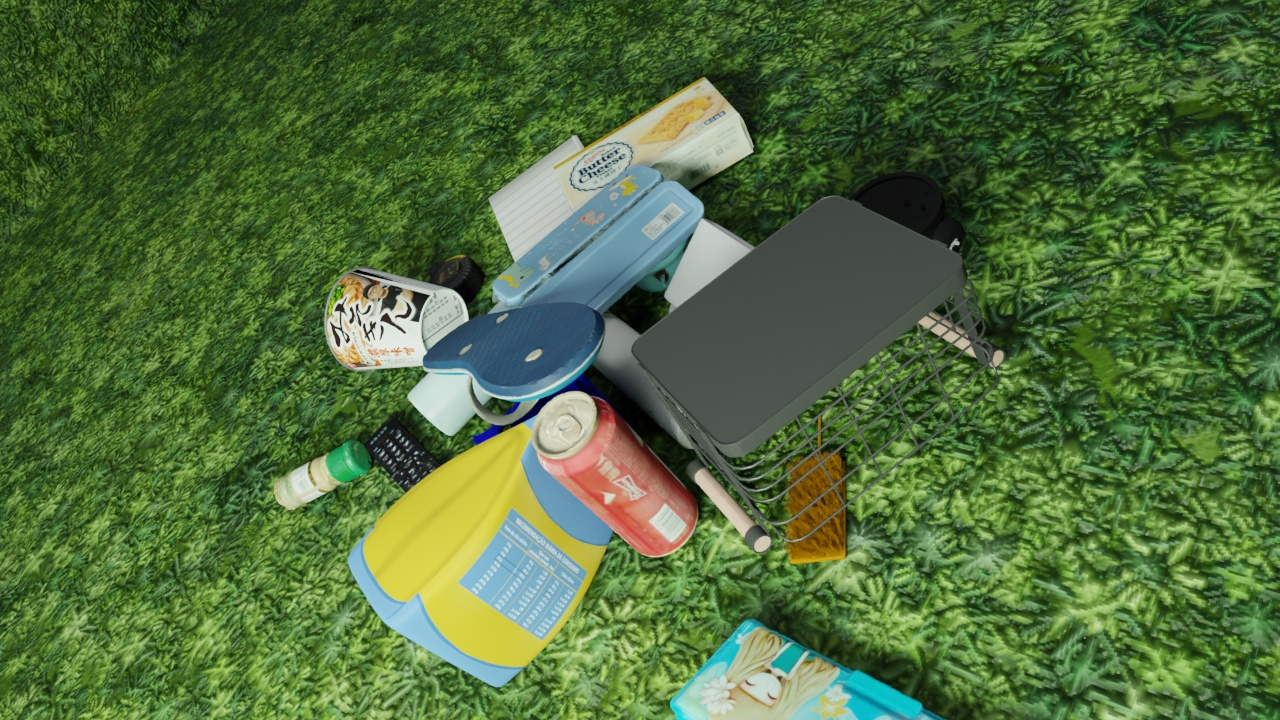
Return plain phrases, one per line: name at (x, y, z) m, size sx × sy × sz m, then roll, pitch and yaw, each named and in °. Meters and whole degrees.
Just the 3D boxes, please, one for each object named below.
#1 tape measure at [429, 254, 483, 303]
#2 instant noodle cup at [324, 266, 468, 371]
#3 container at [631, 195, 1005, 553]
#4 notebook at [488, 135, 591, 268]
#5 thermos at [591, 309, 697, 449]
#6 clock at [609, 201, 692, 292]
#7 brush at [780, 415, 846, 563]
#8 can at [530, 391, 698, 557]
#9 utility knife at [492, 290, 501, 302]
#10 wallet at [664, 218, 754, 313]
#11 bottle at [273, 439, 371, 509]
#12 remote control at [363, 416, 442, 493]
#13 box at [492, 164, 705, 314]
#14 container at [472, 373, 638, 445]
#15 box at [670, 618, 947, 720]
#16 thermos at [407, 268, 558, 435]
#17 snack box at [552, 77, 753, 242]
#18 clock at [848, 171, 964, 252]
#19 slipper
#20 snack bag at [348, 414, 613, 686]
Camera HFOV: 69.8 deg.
tape measure at (-0.224, -0.098, 1.112) m, size 0.063 × 0.038 × 0.067 m, roll -25°, pitch 44°, yaw 16°
instant noodle cup at (-0.271, -0.043, 1.052) m, size 0.122 × 0.124 × 0.123 m, roll 6°, pitch 59°, yaw 27°
container at (0.131, 0.006, 0.689) m, size 0.241 × 0.130 × 0.163 m, roll -37°, pitch 36°, yaw -4°
notebook at (-0.107, -0.188, 1.127) m, size 0.143 × 0.009 × 0.209 m, roll -35°, pitch 43°, yaw 7°
thermos at (-0.005, 0.005, 0.864) m, size 0.052 × 0.052 × 0.224 m, roll -45°, pitch 43°, yaw -5°
clock at (0.007, -0.121, 0.959) m, size 0.090 × 0.053 × 0.124 m, roll -45°, pitch 43°, yaw -7°
brush at (0.137, 0.096, 0.716) m, size 0.048 × 0.017 × 0.126 m, roll -12°, pitch 50°, yaw 27°
can at (-0.017, 0.091, 0.714) m, size 0.067 × 0.170 × 0.067 m, roll -18°, pitch 48°, yaw 21°
utility knife at (-0.099, -0.082, 1.027) m, size 0.175 × 0.031 × 0.015 m, roll 0°, pitch 15°, yaw 34°
wallet at (0.068, -0.062, 0.866) m, size 0.118 × 0.037 × 0.115 m, roll 44°, pitch 113°, yaw 50°
bottle at (-0.351, 0.127, 1.013) m, size 0.111 × 0.043 × 0.043 m, roll -27°, pitch 44°, yaw 16°
remote control at (-0.241, 0.110, 0.966) m, size 0.047 × 0.022 × 0.150 m, roll -48°, pitch 45°, yaw -9°
box at (-0.045, -0.114, 0.915) m, size 0.209 × 0.034 × 0.127 m, roll -42°, pitch 56°, yaw -10°
container at (-0.076, 0.071, 0.837) m, size 0.113 × 0.084 × 0.085 m, roll -43°, pitch 42°, yaw -5°
box at (0.109, 0.275, 0.556) m, size 0.227 × 0.071 × 0.181 m, roll 18°, pitch 66°, yaw 42°
thermos at (-0.149, -0.015, 0.969) m, size 0.065 × 0.078 × 0.206 m, roll 43°, pitch 85°, yaw 14°
snack box at (0.011, -0.225, 1.030) m, size 0.208 × 0.057 × 0.104 m, roll -30°, pitch 44°, yaw 4°
clock at (0.228, -0.111, 0.804) m, size 0.091 × 0.042 × 0.120 m, roll -28°, pitch 44°, yaw 13°
slipper at (-0.109, 0.001, 0.820) m, size 0.118 × 0.060 × 0.295 m, roll -46°, pitch 25°, yaw -22°
snack bag at (-0.103, 0.141, 0.742) m, size 0.205 × 0.159 × 0.102 m, roll -45°, pitch 46°, yaw -8°
